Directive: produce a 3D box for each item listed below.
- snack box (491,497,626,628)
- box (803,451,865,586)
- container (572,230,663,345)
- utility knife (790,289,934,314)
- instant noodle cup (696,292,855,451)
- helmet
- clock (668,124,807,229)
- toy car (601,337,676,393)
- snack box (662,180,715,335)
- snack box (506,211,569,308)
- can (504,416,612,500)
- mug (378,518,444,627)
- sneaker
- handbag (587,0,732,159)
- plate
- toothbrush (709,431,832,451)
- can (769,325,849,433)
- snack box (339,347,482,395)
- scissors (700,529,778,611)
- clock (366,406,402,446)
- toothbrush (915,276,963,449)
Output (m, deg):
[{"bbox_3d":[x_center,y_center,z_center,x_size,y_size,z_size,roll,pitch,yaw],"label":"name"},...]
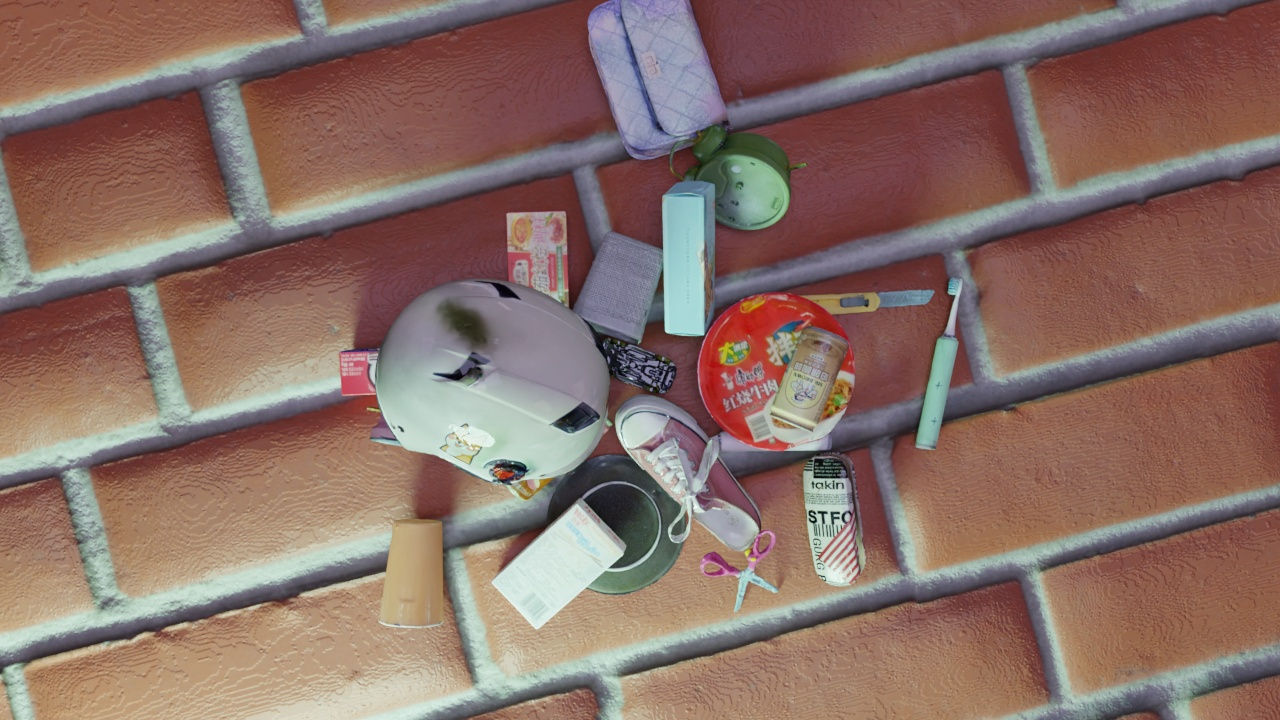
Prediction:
[{"bbox_3d":[-0.101,0.252,1.134,0.157,0.026,0.084,-43,91,12],"label":"snack box"},{"bbox_3d":[0.246,0.196,1.156,0.075,0.083,0.163,-9,92,35],"label":"box"},{"bbox_3d":[-0.024,-0.089,1.123,0.090,0.090,0.114,20,86,-2],"label":"container"},{"bbox_3d":[0.265,-0.075,1.171,0.220,0.022,0.031,-4,96,-6],"label":"utility knife"},{"bbox_3d":[0.164,0.014,1.140,0.194,0.066,0.194,0,89,-2],"label":"instant noodle cup"},{"bbox_3d":[-0.147,0.006,1.008,0.274,0.157,0.229,18,61,-11],"label":"helmet"},{"bbox_3d":[0.111,-0.225,1.115,0.161,0.116,0.056,18,53,1],"label":"clock"},{"bbox_3d":[-0.007,0.007,1.151,0.105,0.032,0.048,20,90,2],"label":"toy car"},{"bbox_3d":[0.059,-0.122,1.099,0.052,0.074,0.175,5,113,14],"label":"snack box"},{"bbox_3d":[-0.128,-0.109,1.150,0.075,0.025,0.153,-1,90,-2],"label":"snack box"},{"bbox_3d":[-0.106,0.107,1.135,0.147,0.058,0.058,-41,91,-1],"label":"can"},{"bbox_3d":[-0.276,0.258,1.125,0.078,0.078,0.122,3,84,-2],"label":"mug"},{"bbox_3d":[0.061,0.143,1.111,0.118,0.087,0.241,-40,98,13],"label":"sneaker"},{"bbox_3d":[0.020,-0.354,1.129,0.134,0.075,0.194,-20,91,-2],"label":"handbag"},{"bbox_3d":[-0.031,0.208,1.155,0.179,0.024,0.179,0,90,-2],"label":"plate"},{"bbox_3d":[0.130,0.102,1.158,0.221,0.026,0.026,0,113,-1],"label":"toothbrush"},{"bbox_3d":[0.198,0.022,1.079,0.058,0.058,0.116,22,89,-2],"label":"can"},{"bbox_3d":[-0.260,0.009,1.131,0.207,0.057,0.058,-2,93,-2],"label":"snack box"},{"bbox_3d":[0.124,0.263,1.136,0.130,0.017,0.133,0,120,-19],"label":"scissors"},{"bbox_3d":[-0.242,0.079,1.104,0.158,0.117,0.059,10,80,-1],"label":"clock"},{"bbox_3d":[0.384,0.004,1.165,0.027,0.026,0.224,12,90,20],"label":"toothbrush"}]
